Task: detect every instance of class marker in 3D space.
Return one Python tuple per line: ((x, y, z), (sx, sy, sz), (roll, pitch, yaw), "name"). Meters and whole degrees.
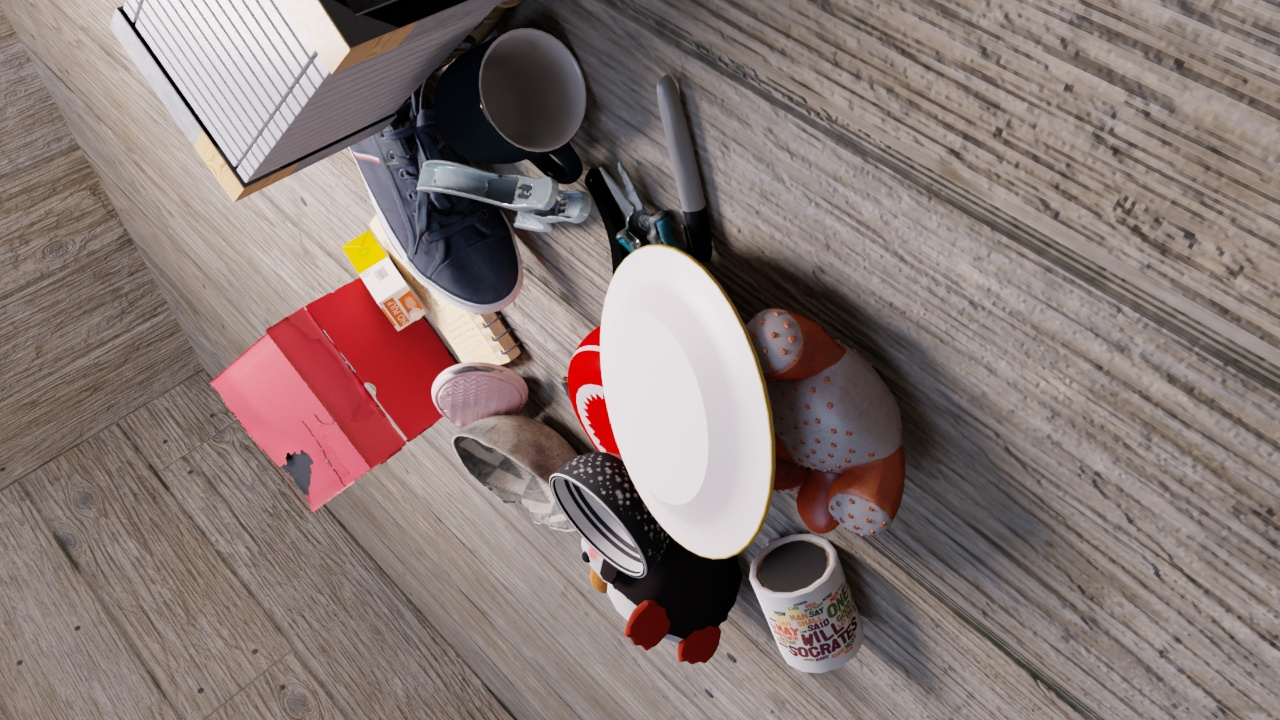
((0.029, -0.124, 0.617), (0.016, 0.022, 0.139), (31, 147, 46), "marker")

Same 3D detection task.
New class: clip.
((-0.084, -0.124, 0.753), (0.174, 0.030, 0.158), (16, -179, 35), "clip")

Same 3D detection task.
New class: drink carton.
((-0.311, -0.096, 1.117), (0.122, 0.040, 0.058), (50, 169, 33), "drink carton")

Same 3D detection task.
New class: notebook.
((-0.228, -0.088, 1.057), (0.225, 0.024, 0.168), (57, 154, -10), "notebook")

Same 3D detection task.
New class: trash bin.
((-0.220, -0.235, 0.605), (0.248, 0.142, 0.142), (-18, 108, 51), "trash bin")

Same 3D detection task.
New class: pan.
((-0.004, 0.005, 0.790), (0.209, 0.067, 0.356), (24, 145, 43), "pan")

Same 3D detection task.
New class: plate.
((0.019, 0.033, 0.658), (0.230, 0.021, 0.230), (35, 132, 52), "plate")

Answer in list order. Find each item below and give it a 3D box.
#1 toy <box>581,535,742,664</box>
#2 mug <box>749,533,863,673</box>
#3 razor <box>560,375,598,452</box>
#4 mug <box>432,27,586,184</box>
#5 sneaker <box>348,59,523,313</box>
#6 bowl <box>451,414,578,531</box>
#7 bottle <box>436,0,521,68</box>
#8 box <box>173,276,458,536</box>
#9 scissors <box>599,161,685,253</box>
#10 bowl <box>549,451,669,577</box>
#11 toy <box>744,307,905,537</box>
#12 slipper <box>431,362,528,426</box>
((0.012, 0.198, 0.949), (0.159, 0.140, 0.184), (30, 178, -35), "toy")
((0.138, 0.200, 0.793), (0.105, 0.073, 0.089), (-124, 9, -64), "mug")
((-0.051, 0.079, 0.990), (0.043, 0.022, 0.144), (-17, 109, 17), "razor")
((-0.088, -0.177, 0.677), (0.121, 0.085, 0.095), (45, 160, -28), "mug")
((-0.188, -0.177, 0.804), (0.294, 0.120, 0.127), (60, 165, -8), "sneaker")
((-0.128, 0.118, 1.075), (0.178, 0.081, 0.179), (27, 154, 14), "bowl")
((-0.126, -0.258, 0.658), (0.166, 0.059, 0.059), (-1, 122, 52), "bottle")
((-0.387, 0.044, 1.145), (0.211, 0.317, 0.121), (54, 161, -5), "box")
((0.015, -0.073, 0.687), (0.123, 0.019, 0.149), (20, 126, 20), "scissors")
((-0.016, 0.126, 0.818), (0.120, 0.066, 0.120), (38, 153, 23), "bowl")
((0.096, 0.045, 0.640), (0.164, 0.092, 0.173), (56, 154, -6), "toy")
((-0.187, 0.040, 1.078), (0.222, 0.106, 0.055), (116, 151, -71), "slipper")
